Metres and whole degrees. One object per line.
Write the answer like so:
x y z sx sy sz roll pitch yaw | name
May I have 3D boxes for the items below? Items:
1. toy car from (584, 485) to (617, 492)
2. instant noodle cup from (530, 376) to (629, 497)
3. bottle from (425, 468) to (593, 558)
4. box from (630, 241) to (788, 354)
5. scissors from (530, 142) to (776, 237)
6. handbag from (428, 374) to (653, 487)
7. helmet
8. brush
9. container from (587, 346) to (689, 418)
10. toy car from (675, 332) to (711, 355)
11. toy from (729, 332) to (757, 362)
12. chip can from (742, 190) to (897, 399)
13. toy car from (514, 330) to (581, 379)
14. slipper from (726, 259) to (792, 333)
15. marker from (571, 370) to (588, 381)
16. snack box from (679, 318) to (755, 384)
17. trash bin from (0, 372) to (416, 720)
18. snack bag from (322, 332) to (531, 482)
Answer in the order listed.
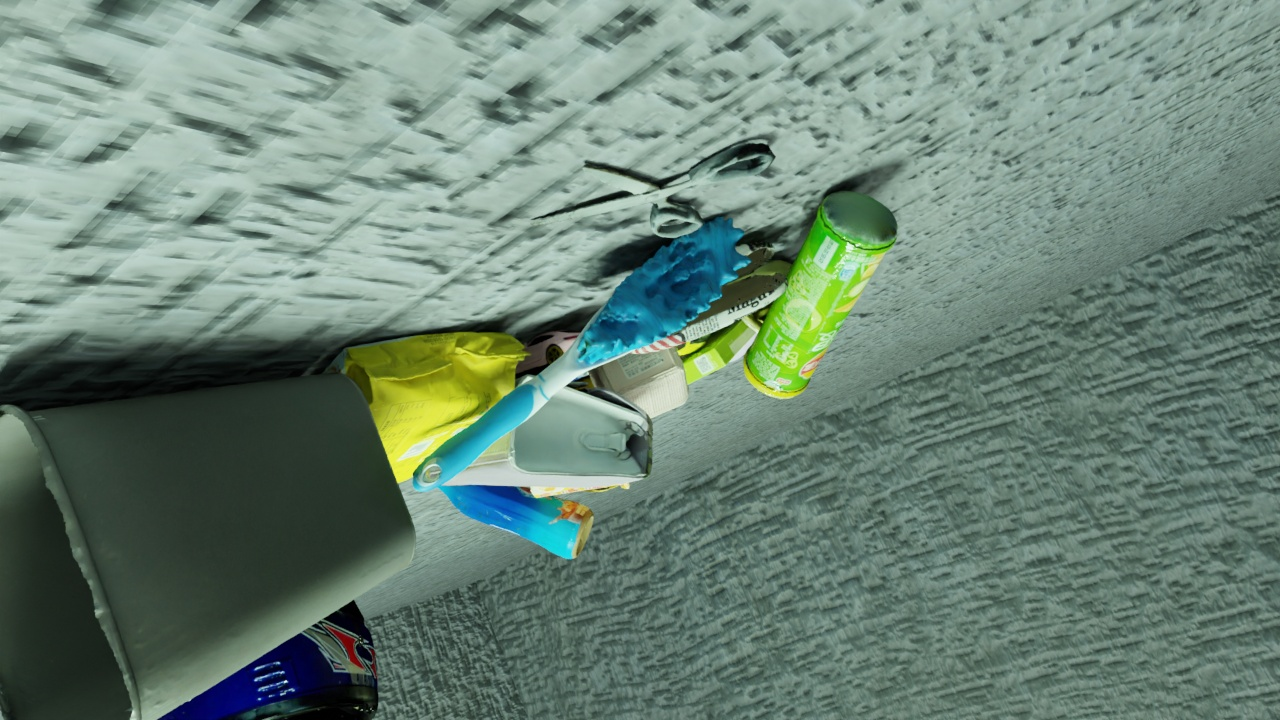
-0.086 0.120 1.145 0.071 0.156 0.041 -29 138 -45 | toy car
-0.081 0.091 1.047 0.110 0.138 0.138 -16 168 -2 | instant noodle cup
-0.165 0.167 1.090 0.065 0.219 0.065 22 89 -81 | bottle
0.055 -0.046 0.825 0.163 0.081 0.075 -25 174 -9 | box
0.014 -0.112 0.617 0.159 0.014 0.181 -26 167 11 | scissors
-0.098 0.075 0.870 0.144 0.098 0.197 16 163 -30 | handbag
-0.398 0.267 0.899 0.247 0.240 0.316 -25 157 -1 | helmet
-0.047 -0.001 0.723 0.313 0.060 0.110 -39 -177 -20 | brush
-0.005 0.005 0.912 0.090 0.090 0.111 -23 166 -4 | container
0.057 -0.030 1.009 0.048 0.032 0.105 -13 162 -40 | toy car
0.120 -0.026 1.126 0.083 0.039 0.108 -21 165 -14 | toy
0.163 -0.057 0.855 0.072 0.072 0.222 -17 148 -29 | chip can
-0.086 -0.004 0.842 0.123 0.037 0.056 -18 168 39 | toy car
0.148 -0.052 0.976 0.092 0.081 0.190 -26 166 20 | slipper
-0.029 -0.005 0.988 0.146 0.017 0.017 -24 168 1 | marker
0.056 0.005 1.072 0.157 0.026 0.085 -29 -170 43 | snack box
-0.291 0.116 0.599 0.200 0.198 0.219 -23 176 37 | trash bin
-0.212 0.053 0.770 0.157 0.068 0.247 -11 162 -47 | snack bag
